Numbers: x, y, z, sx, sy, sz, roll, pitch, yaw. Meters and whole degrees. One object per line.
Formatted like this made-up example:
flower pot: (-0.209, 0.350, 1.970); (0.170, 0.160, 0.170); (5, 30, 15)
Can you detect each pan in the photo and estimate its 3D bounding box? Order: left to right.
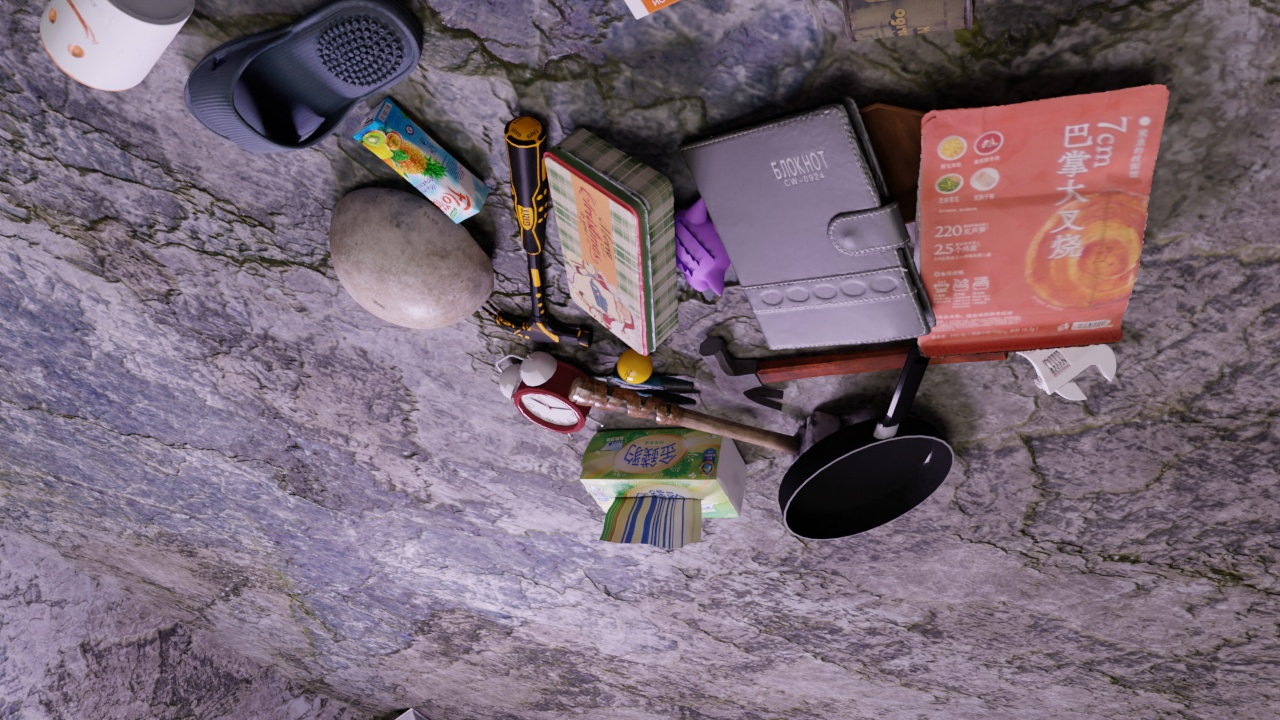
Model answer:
pan: (0.255, 0.087, 0.989); (0.204, 0.044, 0.356); (-11, 141, -10)

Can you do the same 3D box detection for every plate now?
plate: (0.193, -0.158, 0.727); (0.131, 0.025, 0.131); (10, 146, 6)

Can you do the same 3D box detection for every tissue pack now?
tissue pack: (0.024, 0.172, 1.163); (0.198, 0.141, 0.120); (-8, 141, 29)

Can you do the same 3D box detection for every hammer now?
hammer: (-0.108, -0.112, 0.900); (0.123, 0.036, 0.321); (13, 148, 5)
hammer: (0.073, 0.072, 1.064); (0.318, 0.048, 0.122); (15, 150, -11)
hammer: (0.220, 0.003, 0.951); (0.301, 0.028, 0.111); (-7, 140, 28)

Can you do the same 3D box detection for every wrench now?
wrench: (0.319, -0.036, 0.848); (0.273, 0.018, 0.066); (25, 110, -10)

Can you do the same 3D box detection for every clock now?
clock: (-0.110, 0.037, 1.091); (0.137, 0.048, 0.096); (37, 144, -22)

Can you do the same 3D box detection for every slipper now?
slipper: (-0.291, -0.220, 0.766); (0.264, 0.082, 0.101); (-11, 141, 32)

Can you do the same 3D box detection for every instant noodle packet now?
instant noodle packet: (0.296, -0.106, 0.705); (0.164, 0.083, 0.221); (-4, 141, 12)

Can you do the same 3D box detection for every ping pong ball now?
ping pong ball: (-0.006, 0.006, 1.024); (0.040, 0.040, 0.040); (10, 146, 6)

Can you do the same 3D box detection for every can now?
can: (0.164, -0.244, 0.556); (0.075, 0.089, 0.090); (0, 144, 20)

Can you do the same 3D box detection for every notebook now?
notebook: (0.137, -0.101, 0.749); (0.170, 0.029, 0.209); (-4, 126, 44)

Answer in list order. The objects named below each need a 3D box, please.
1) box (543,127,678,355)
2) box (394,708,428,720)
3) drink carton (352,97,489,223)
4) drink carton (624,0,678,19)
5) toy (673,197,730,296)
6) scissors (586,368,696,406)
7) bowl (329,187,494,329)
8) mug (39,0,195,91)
box: (-0.024, -0.101, 0.828); (0.118, 0.050, 0.206); (35, 153, 23)
box: (-0.816, 1.350, 2.851); (0.173, 0.510, 0.167); (1, 141, 28)
drink carton: (-0.195, -0.177, 0.829); (0.044, 0.038, 0.129); (-18, 135, 38)
drink carton: (-0.003, -0.288, 0.597); (0.059, 0.040, 0.122); (-11, 139, 32)
toy: (0.053, -0.102, 0.832); (0.106, 0.055, 0.088); (-29, 116, 31)
scissors: (-0.001, 0.034, 1.084); (0.144, 0.019, 0.127); (32, 143, -21)
bowl: (-0.242, -0.085, 0.925); (0.178, 0.081, 0.179); (16, 150, 9)
mug: (-0.414, -0.275, 0.727); (0.106, 0.082, 0.082); (-21, 133, 39)
